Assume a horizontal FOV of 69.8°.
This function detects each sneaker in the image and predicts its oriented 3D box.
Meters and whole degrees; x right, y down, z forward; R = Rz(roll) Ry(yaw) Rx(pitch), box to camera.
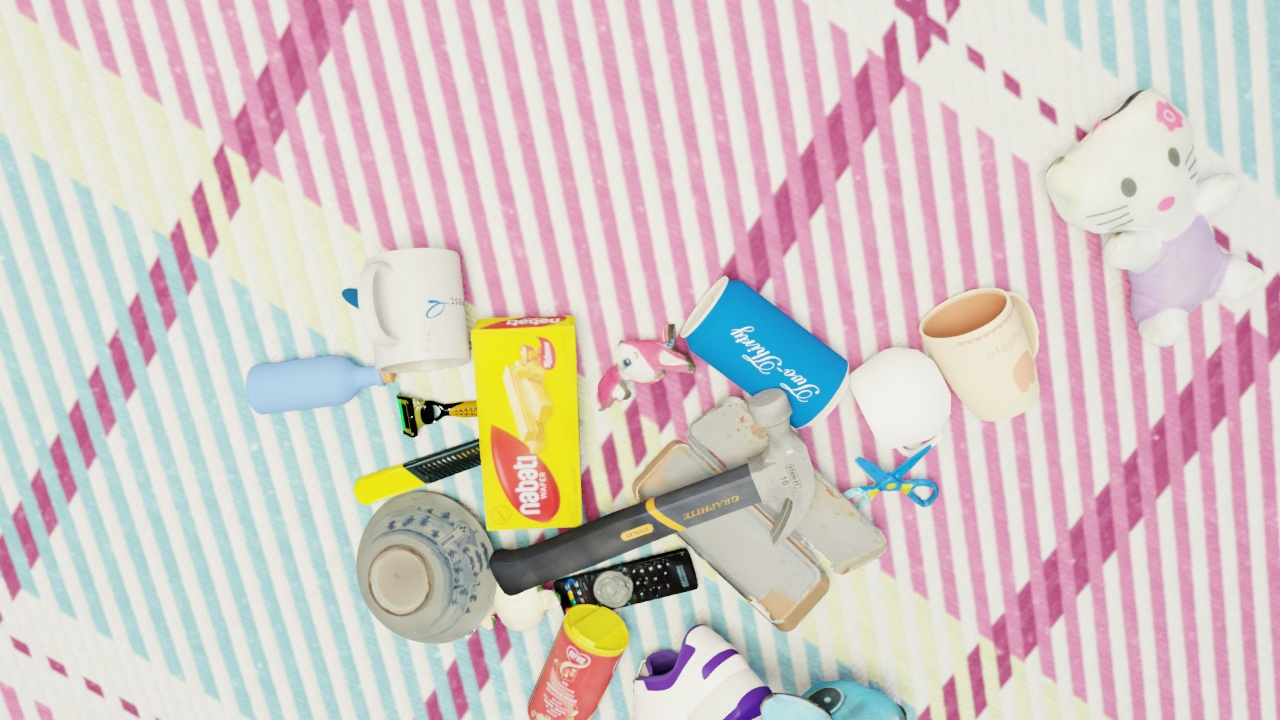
[{"bbox_3d":[0.024,0.355,0.909,0.111,0.091,0.245,54,124,30],"label":"sneaker"}]

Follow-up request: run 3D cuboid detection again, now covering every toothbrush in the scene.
[{"bbox_3d":[-0.220,-0.039,0.865,0.132,0.016,0.021,23,86,-5],"label":"toothbrush"}]

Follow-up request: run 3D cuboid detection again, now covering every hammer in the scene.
[{"bbox_3d":[0.007,0.141,0.838,0.313,0.035,0.139,-21,110,8],"label":"hammer"}]

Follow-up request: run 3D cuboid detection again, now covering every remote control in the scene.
[{"bbox_3d":[-0.015,0.223,0.917,0.140,0.021,0.045,-16,104,8],"label":"remote control"}]

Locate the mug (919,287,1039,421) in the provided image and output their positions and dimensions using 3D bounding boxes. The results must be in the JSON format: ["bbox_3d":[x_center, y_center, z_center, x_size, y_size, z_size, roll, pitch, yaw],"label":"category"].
[{"bbox_3d":[0.326,-0.011,0.845,0.111,0.085,0.104,-40,111,-22],"label":"mug"}]

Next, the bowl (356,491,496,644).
[{"bbox_3d":[-0.216,0.203,0.873,0.151,0.056,0.150,0,91,16],"label":"bowl"}]

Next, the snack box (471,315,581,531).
[{"bbox_3d":[-0.103,0.060,0.853,0.092,0.042,0.201,-2,107,-3],"label":"snack box"}]

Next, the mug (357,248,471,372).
[{"bbox_3d":[-0.205,-0.044,0.800,0.083,0.119,0.096,-9,84,21],"label":"mug"}]

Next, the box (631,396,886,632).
[{"bbox_3d":[0.113,0.147,0.881,0.216,0.071,0.157,43,115,-8],"label":"box"}]

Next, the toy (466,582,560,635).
[{"bbox_3d":[-0.129,0.228,0.903,0.112,0.050,0.087,-28,96,19],"label":"toy"}]

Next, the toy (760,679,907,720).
[{"bbox_3d":[0.156,0.371,0.871,0.192,0.099,0.224,-39,144,21],"label":"toy"}]

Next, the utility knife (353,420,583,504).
[{"bbox_3d":[-0.167,0.094,0.890,0.234,0.020,0.029,-18,106,4],"label":"utility knife"}]

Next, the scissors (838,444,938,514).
[{"bbox_3d":[0.234,0.119,0.877,0.131,0.014,0.125,-36,130,23],"label":"scissors"}]

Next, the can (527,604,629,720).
[{"bbox_3d":[-0.062,0.307,0.902,0.066,0.066,0.124,21,110,-4],"label":"can"}]

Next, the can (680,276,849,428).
[{"bbox_3d":[0.115,-0.007,0.840,0.146,0.079,0.079,36,99,-7],"label":"can"}]

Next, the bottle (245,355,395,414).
[{"bbox_3d":[-0.296,0.020,0.860,0.131,0.048,0.048,-7,101,1],"label":"bottle"}]

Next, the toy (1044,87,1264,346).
[{"bbox_3d":[0.454,-0.128,0.814,0.138,0.085,0.209,-33,101,4],"label":"toy"}]

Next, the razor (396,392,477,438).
[{"bbox_3d":[-0.159,0.048,0.880,0.144,0.021,0.044,-3,115,1],"label":"razor"}]

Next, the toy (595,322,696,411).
[{"bbox_3d":[-0.005,0.005,0.848,0.102,0.065,0.050,-33,124,4],"label":"toy"}]

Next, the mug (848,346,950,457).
[{"bbox_3d":[0.249,0.044,0.852,0.076,0.090,0.124,-27,125,13],"label":"mug"}]
